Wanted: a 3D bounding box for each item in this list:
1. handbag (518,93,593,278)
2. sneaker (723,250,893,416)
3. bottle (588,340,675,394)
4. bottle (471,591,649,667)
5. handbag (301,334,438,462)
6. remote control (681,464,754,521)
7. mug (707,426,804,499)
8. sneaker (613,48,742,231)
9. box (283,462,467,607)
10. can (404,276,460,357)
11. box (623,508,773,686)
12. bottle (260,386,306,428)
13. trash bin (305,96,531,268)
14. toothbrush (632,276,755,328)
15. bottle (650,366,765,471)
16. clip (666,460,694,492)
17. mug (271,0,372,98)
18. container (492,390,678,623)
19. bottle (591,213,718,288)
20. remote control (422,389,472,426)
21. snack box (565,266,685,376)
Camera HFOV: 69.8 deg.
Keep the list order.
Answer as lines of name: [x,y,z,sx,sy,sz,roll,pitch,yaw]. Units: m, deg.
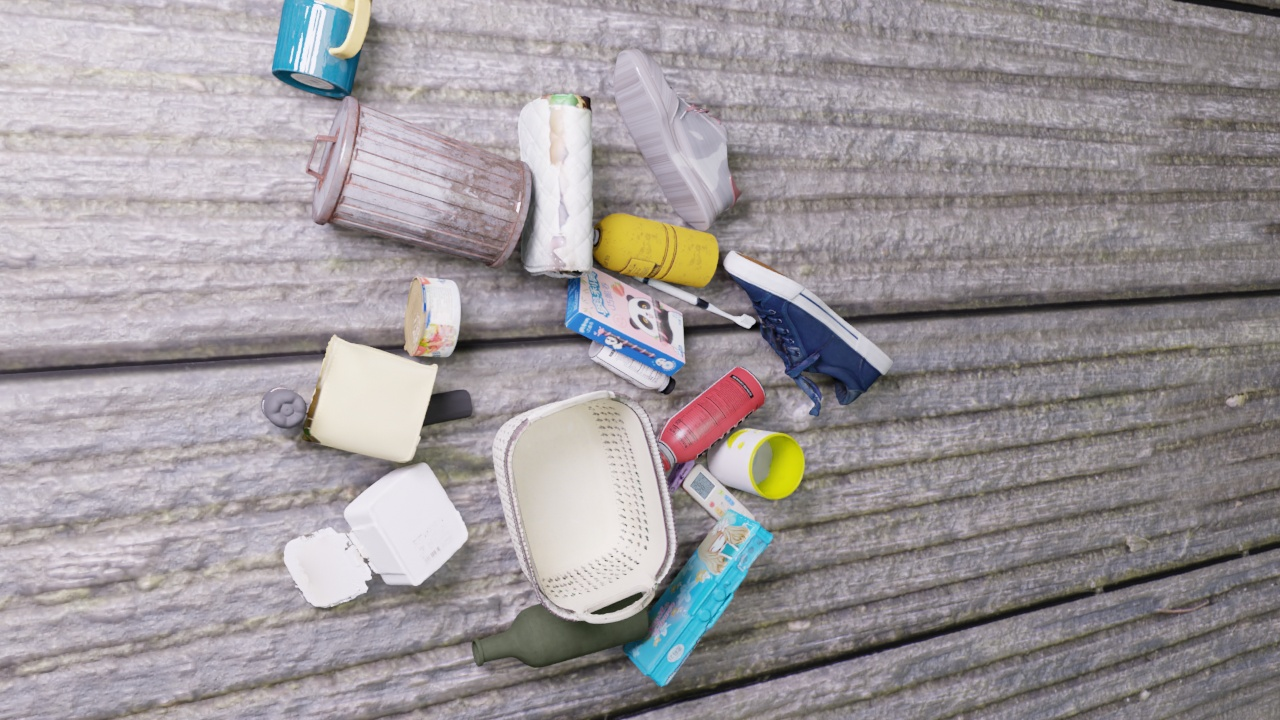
handbag: [-0.096,-0.188,1.022,0.072,0.139,0.195,-2,92,-20]
sneaker: [0.201,-0.028,1.207,0.294,0.120,0.127,36,96,-27]
bottle: [-0.007,0.007,1.127,0.116,0.041,0.041,31,78,-24]
bottle: [-0.094,0.318,1.080,0.206,0.071,0.071,-8,96,-26]
handbag: [-0.285,0.042,0.958,0.119,0.081,0.111,17,76,-20]
remote control: [0.102,0.186,1.203,0.125,0.018,0.038,45,73,-20]
mug: [0.145,0.129,1.172,0.082,0.106,0.082,-1,92,-27]
sneaker: [0.054,-0.279,1.116,0.089,0.099,0.236,-37,115,-19]
box: [-0.282,0.195,0.975,0.188,0.101,0.111,-33,104,-27]
can: [-0.226,-0.046,0.990,0.043,0.086,0.086,4,90,-27]
box: [0.071,0.290,1.138,0.039,0.094,0.226,42,80,-19]
bottle: [-0.357,0.045,0.915,0.036,0.110,0.036,-1,93,-27]
trash bin: [-0.235,-0.182,0.956,0.211,0.131,0.130,14,86,-28]
toothbrush: [0.071,-0.079,1.176,0.186,0.017,0.012,21,52,-26]
bottle: [0.077,0.080,1.160,0.176,0.062,0.062,-37,107,-20]
clip: [0.049,0.146,1.171,0.013,0.033,0.051,36,77,-24]
mug: [-0.312,-0.329,0.920,0.083,0.114,0.107,15,86,-49]
container: [-0.070,0.157,1.046,0.184,0.143,0.251,-17,100,-24]
bottle: [0.007,-0.135,1.110,0.163,0.071,0.071,9,88,-27]
remote control: [-0.260,0.061,1.017,0.146,0.015,0.033,-11,97,-26]
snack box: [-0.017,-0.049,1.100,0.154,0.033,0.087,25,41,-26]
